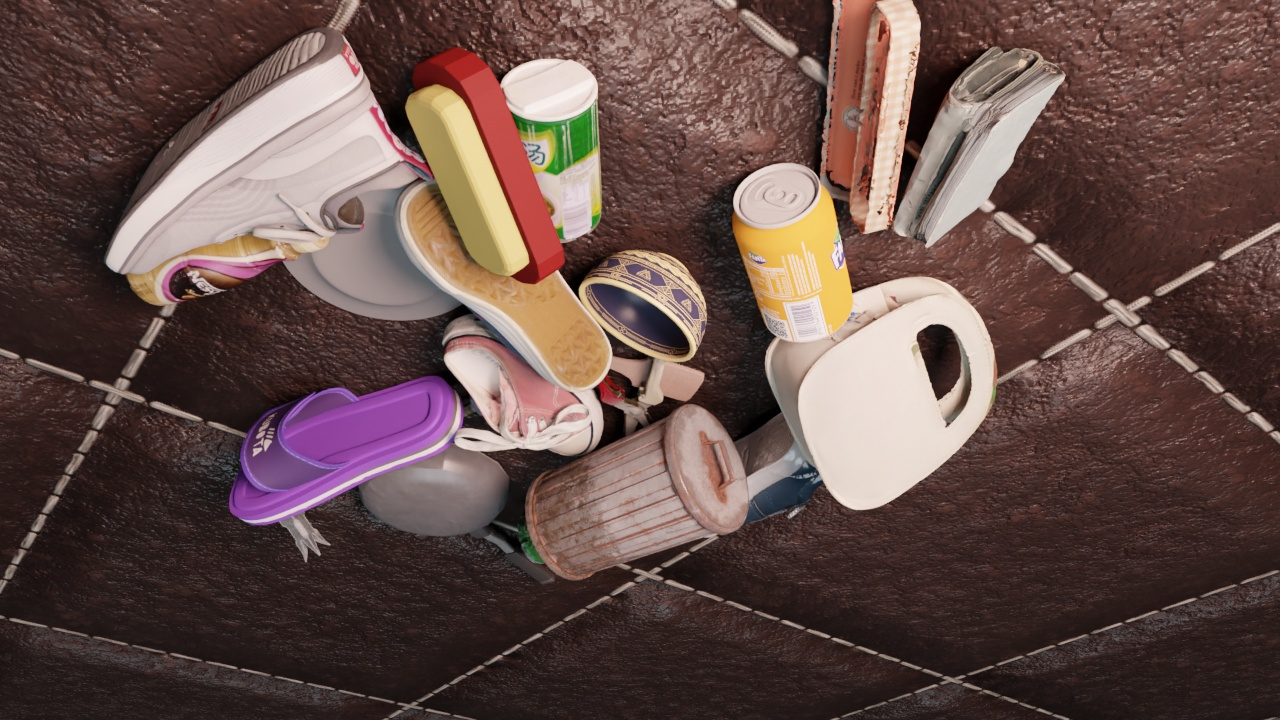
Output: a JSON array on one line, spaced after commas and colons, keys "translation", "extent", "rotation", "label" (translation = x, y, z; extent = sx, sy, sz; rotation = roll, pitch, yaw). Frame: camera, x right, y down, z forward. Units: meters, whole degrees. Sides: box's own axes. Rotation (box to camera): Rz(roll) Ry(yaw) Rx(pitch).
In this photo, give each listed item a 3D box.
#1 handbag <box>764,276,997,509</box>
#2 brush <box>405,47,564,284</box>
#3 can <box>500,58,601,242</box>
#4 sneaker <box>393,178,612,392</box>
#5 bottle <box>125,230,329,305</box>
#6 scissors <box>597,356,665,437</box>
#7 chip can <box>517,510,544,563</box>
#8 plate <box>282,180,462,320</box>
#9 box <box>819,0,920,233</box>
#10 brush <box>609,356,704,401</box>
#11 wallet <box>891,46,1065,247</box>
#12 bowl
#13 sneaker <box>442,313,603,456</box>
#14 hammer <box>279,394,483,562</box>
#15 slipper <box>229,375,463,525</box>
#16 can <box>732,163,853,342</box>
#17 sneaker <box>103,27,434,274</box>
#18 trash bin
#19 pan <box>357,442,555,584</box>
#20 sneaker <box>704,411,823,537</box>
[{"translation": [0.226, 0.018, 0.847], "extent": [0.199, 0.093, 0.201], "rotation": [-27, 118, -3], "label": "handbag"}, {"translation": [-0.114, -0.130, 0.652], "extent": [0.041, 0.082, 0.173], "rotation": [-36, 126, -24], "label": "brush"}, {"translation": [-0.063, -0.151, 0.669], "extent": [0.067, 0.067, 0.121], "rotation": [0, 142, -1], "label": "can"}, {"translation": [-0.117, -0.065, 0.776], "extent": [0.235, 0.087, 0.079], "rotation": [47, 165, -32], "label": "sneaker"}, {"translation": [-0.334, -0.089, 0.749], "extent": [0.166, 0.059, 0.060], "rotation": [-12, 140, 13], "label": "bottle"}, {"translation": [-0.010, 0.025, 0.912], "extent": [0.193, 0.015, 0.180], "rotation": [29, 137, -27], "label": "scissors"}, {"translation": [-0.044, 0.177, 1.078], "extent": [0.224, 0.075, 0.075], "rotation": [-24, 136, 28], "label": "chip can"}, {"translation": [-0.222, -0.090, 0.787], "extent": [0.178, 0.012, 0.179], "rotation": [0, 142, 0], "label": "plate"}, {"translation": [0.159, -0.176, 0.645], "extent": [0.043, 0.083, 0.187], "rotation": [-15, 140, -6], "label": "box"}, {"translation": [-0.005, 0.005, 0.913], "extent": [0.135, 0.015, 0.050], "rotation": [17, 140, -13], "label": "brush"}, {"translation": [0.238, -0.151, 0.663], "extent": [0.100, 0.054, 0.132], "rotation": [-32, 151, -28], "label": "wallet"}, {"translation": [0.011, -0.056, 0.785], "extent": [0.112, 0.061, 0.112], "rotation": [28, 160, 11], "label": "bowl"}, {"translation": [-0.109, 0.049, 0.899], "extent": [0.118, 0.087, 0.241], "rotation": [-19, 143, 21], "label": "sneaker"}, {"translation": [-0.285, 0.099, 0.990], "extent": [0.317, 0.028, 0.147], "rotation": [-27, 102, 20], "label": "hammer"}, {"translation": [-0.315, 0.072, 0.917], "extent": [0.267, 0.107, 0.084], "rotation": [-20, 140, 13], "label": "slipper"}, {"translation": [0.125, -0.084, 0.747], "extent": [0.079, 0.079, 0.142], "rotation": [-12, 140, 14], "label": "can"}, {"translation": [-0.278, -0.123, 0.675], "extent": [0.264, 0.096, 0.128], "rotation": [-27, 130, 20], "label": "sneaker"}, {"translation": [0.001, 0.136, 0.931], "extent": [0.212, 0.130, 0.130], "rotation": [-26, 135, 30], "label": "trash bin"}, {"translation": [-0.205, 0.208, 1.140], "extent": [0.179, 0.041, 0.357], "rotation": [-17, 139, 20], "label": "pan"}, {"translation": [0.140, 0.133, 0.999], "extent": [0.087, 0.089, 0.236], "rotation": [26, 139, -17], "label": "sneaker"}]
